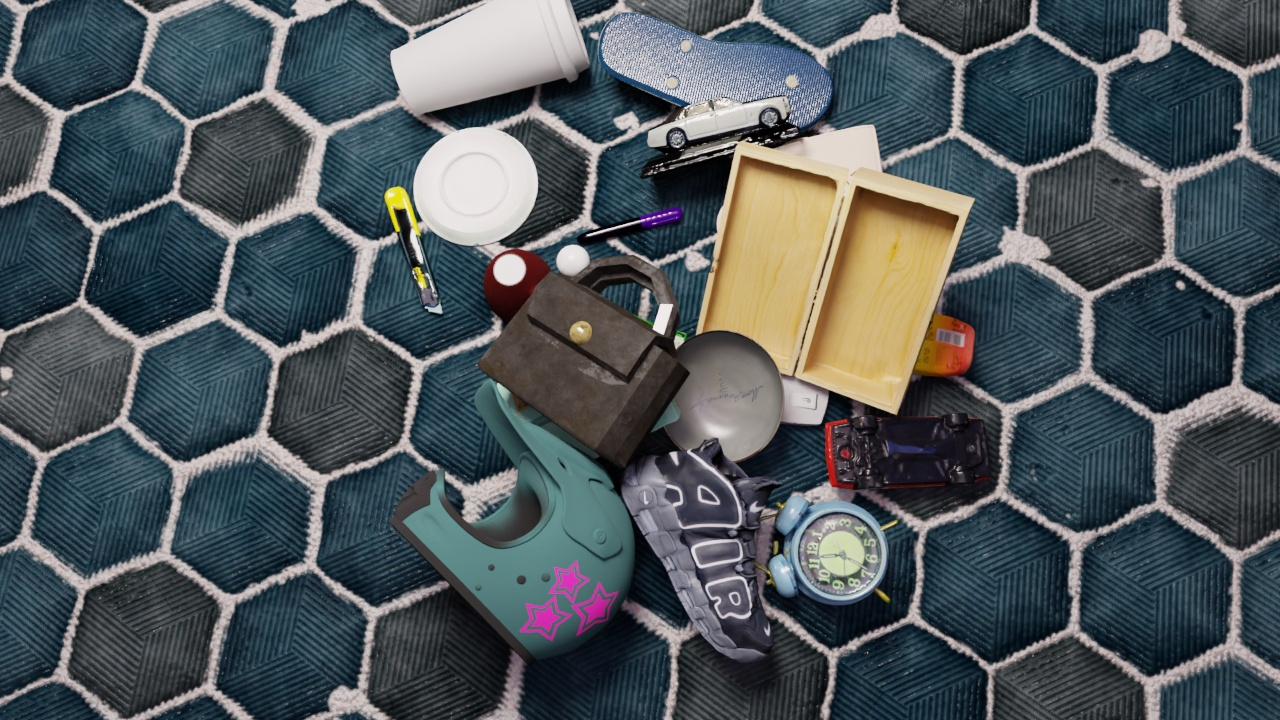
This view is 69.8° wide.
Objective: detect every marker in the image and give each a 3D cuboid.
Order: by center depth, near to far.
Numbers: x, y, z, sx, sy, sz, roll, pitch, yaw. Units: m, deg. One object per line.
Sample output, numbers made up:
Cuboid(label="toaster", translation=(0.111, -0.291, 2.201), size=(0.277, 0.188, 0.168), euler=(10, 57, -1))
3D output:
Cuboid(label="marker", translation=(-0.013, -0.164, 1.123), size=(0.134, 0.015, 0.018), euler=(-15, 54, -1))

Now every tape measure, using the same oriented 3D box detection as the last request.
Cuboid(label="tape measure", translation=(0.188, 0.045, 1.075), size=(0.062, 0.020, 0.060), euler=(7, 80, 3))

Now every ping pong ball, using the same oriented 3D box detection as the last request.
Cuboid(label="ping pong ball", translation=(-0.081, -0.119, 1.106), size=(0.040, 0.040, 0.040), euler=(0, 79, 2))

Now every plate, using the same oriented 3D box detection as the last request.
Cuboid(label="plate", translation=(-0.206, -0.219, 1.143), size=(0.157, 0.014, 0.157), euler=(0, 80, 2))

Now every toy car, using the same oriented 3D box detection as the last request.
Cuboid(label="toy car", translation=(0.304, 0.104, 1.042), size=(0.189, 0.056, 0.081), euler=(-2, 80, -5))
Cuboid(label="toy car", translation=(0.089, -0.271, 1.075), size=(0.192, 0.094, 0.071), euler=(-11, 105, 14))

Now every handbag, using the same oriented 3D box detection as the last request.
Cuboid(label="handbag", translation=(-0.043, -0.020, 0.981), size=(0.197, 0.102, 0.199), euler=(32, 86, 28))
Cuboid(label="handbag", translation=(0.189, -0.166, 1.086), size=(0.198, 0.101, 0.194), euler=(-8, 79, 13))

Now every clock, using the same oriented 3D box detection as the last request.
Cuboid(label="clock", translation=(0.202, 0.213, 1.024), size=(0.162, 0.060, 0.118), euler=(4, 81, 7))

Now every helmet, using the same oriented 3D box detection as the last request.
Cuboid(label="helmet", translation=(-0.119, 0.170, 0.968), size=(0.200, 0.177, 0.275), euler=(-44, 104, -18))

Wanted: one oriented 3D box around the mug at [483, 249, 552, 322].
Cuboid(label="mug", translation=(-0.136, -0.086, 1.077), size=(0.114, 0.088, 0.087), euler=(38, 83, 8))

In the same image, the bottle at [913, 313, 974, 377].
Cuboid(label="bottle", translation=(0.314, -0.022, 1.068), size=(0.134, 0.048, 0.071), euler=(10, 80, 4))

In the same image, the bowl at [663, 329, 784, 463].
Cuboid(label="bowl", translation=(0.096, 0.040, 1.051), size=(0.151, 0.056, 0.151), euler=(1, 94, 17))

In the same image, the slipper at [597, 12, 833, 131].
Cuboid(label="slipper", translation=(0.090, -0.345, 1.132), size=(0.295, 0.060, 0.118), euler=(16, 83, -5))

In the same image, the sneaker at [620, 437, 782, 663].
Cuboid(label="sneaker", translation=(0.101, 0.189, 0.985), size=(0.151, 0.097, 0.252), euler=(-34, 83, 19))

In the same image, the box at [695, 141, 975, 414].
Cuboid(label="box", translation=(0.199, -0.089, 1.002), size=(0.253, 0.068, 0.247), euler=(16, 121, 10))

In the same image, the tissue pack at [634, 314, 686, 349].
Cuboid(label="tissue pack", translation=(-0.006, 0.006, 1.084), size=(0.099, 0.034, 0.114), euler=(21, 79, 7))

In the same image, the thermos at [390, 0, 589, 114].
Cuboid(label="thermos", translation=(-0.184, -0.377, 1.123), size=(0.222, 0.131, 0.131), euler=(-18, 79, 6))

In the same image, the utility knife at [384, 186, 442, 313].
Cuboid(label="utility knife", translation=(-0.277, -0.134, 1.128), size=(0.029, 0.020, 0.172), euler=(-21, 80, 0))

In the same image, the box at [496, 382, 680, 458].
Cuboid(label="box", translation=(-0.064, 0.045, 1.047), size=(0.187, 0.052, 0.139), euler=(-28, 90, 12))

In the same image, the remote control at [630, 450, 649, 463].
Cuboid(label="remote control", translation=(0.048, 0.156, 1.058), size=(0.140, 0.021, 0.045), euler=(30, 100, 9))
